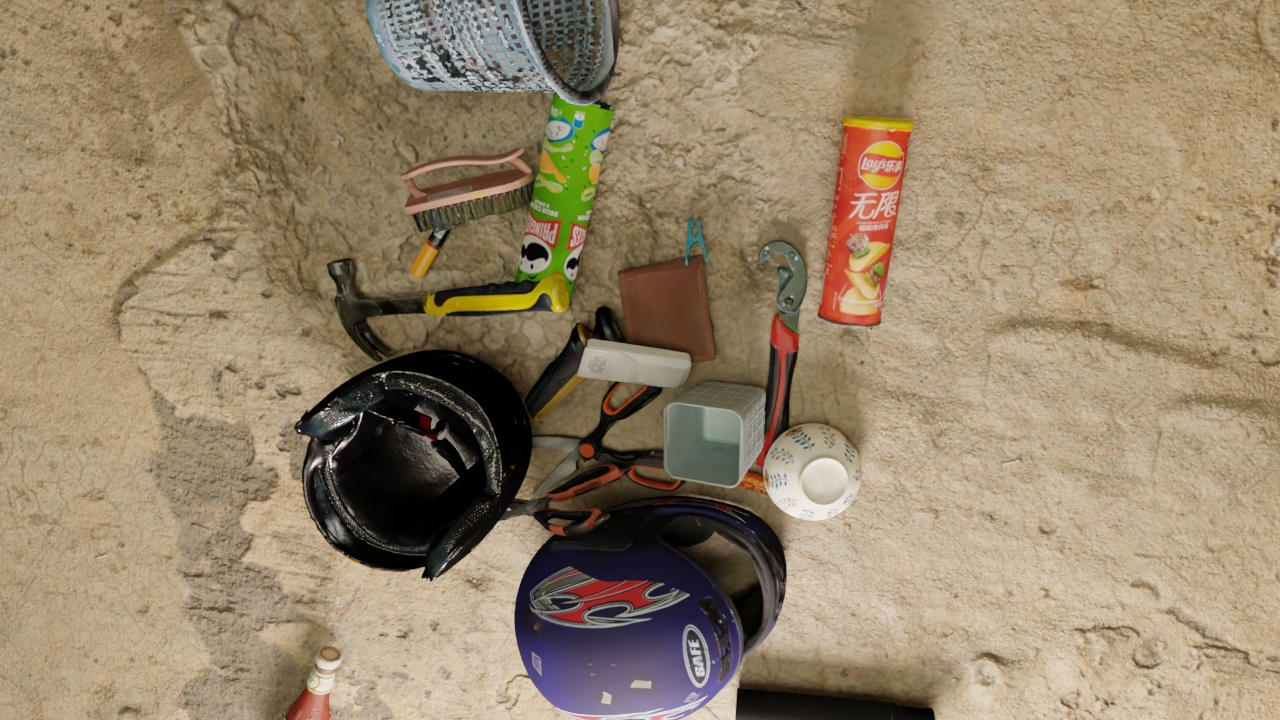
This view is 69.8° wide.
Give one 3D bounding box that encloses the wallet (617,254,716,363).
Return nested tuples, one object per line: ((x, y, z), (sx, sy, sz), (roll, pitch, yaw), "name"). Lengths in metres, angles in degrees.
((0.032, -0.053, 1.055), (0.101, 0.032, 0.124), (-7, 105, 9), "wallet")

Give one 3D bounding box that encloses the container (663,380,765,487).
((0.087, 0.077, 1.033), (0.090, 0.111, 0.090), (7, 108, 23), "container")

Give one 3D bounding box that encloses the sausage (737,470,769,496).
((0.146, 0.148, 1.097), (0.165, 0.021, 0.021), (17, 108, 5), "sausage")

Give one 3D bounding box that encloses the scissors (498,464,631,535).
((-0.107, 0.171, 1.086), (0.226, 0.189, 0.015), (-26, 110, -3), "scissors")

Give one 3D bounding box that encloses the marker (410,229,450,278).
((-0.236, -0.150, 1.081), (0.018, 0.015, 0.124), (33, 106, -3), "marker")

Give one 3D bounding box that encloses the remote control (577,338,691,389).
((-0.006, 0.006, 1.038), (0.125, 0.024, 0.049), (8, 133, -11), "remote control")

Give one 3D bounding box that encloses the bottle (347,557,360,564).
((-0.361, 0.183, 1.177), (0.067, 0.066, 0.149), (-9, 97, 12), "bottle")

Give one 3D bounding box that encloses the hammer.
((-0.223, -0.064, 1.050), (0.324, 0.031, 0.126), (-1, 108, 28), "hammer")

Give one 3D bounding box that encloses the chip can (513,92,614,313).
((-0.088, -0.174, 1.017), (0.072, 0.072, 0.236), (16, 108, 5), "chip can")

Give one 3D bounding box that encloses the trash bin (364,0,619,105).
((-0.153, -0.360, 0.916), (0.195, 0.226, 0.227), (-1, 106, 23), "trash bin")

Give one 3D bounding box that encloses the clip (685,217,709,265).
((0.061, -0.133, 1.024), (0.038, 0.013, 0.055), (-6, 78, 5), "clip")

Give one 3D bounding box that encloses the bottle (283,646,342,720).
((-0.461, 0.489, 1.282), (0.060, 0.059, 0.206), (24, 109, 2), "bottle")

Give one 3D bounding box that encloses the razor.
((-0.079, 0.010, 1.085), (0.067, 0.062, 0.168), (28, 118, -32), "razor")

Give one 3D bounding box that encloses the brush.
((-0.190, -0.194, 1.026), (0.145, 0.063, 0.073), (-13, 116, 2), "brush")

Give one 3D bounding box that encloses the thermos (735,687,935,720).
((0.239, 0.454, 1.135), (0.243, 0.090, 0.068), (1, 89, 10), "thermos")

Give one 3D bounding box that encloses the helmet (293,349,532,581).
((-0.253, 0.113, 1.049), (0.275, 0.229, 0.233), (-38, 92, 29), "helmet")

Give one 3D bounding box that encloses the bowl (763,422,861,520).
((0.202, 0.132, 1.046), (0.113, 0.062, 0.113), (-1, 97, -6), "bowl")

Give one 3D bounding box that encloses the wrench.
((0.158, -0.002, 1.054), (0.056, 0.016, 0.274), (3, 107, 9), "wrench")

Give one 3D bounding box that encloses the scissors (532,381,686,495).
((-0.043, 0.098, 1.117), (0.221, 0.021, 0.229), (24, 111, 7), "scissors")

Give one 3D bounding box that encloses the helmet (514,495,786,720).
((0.010, 0.292, 1.050), (0.316, 0.240, 0.247), (-11, 106, 12), "helmet")

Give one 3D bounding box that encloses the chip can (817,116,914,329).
((0.235, -0.146, 0.969), (0.073, 0.073, 0.217), (8, 107, 7), "chip can")
